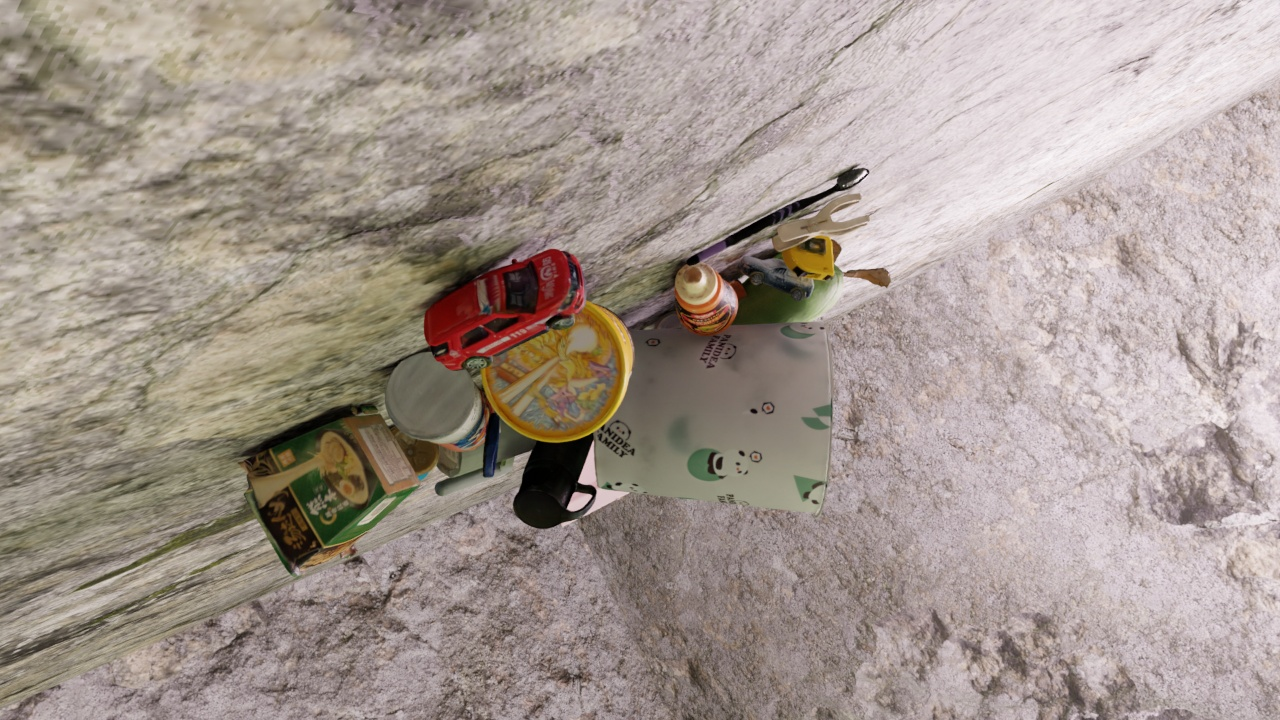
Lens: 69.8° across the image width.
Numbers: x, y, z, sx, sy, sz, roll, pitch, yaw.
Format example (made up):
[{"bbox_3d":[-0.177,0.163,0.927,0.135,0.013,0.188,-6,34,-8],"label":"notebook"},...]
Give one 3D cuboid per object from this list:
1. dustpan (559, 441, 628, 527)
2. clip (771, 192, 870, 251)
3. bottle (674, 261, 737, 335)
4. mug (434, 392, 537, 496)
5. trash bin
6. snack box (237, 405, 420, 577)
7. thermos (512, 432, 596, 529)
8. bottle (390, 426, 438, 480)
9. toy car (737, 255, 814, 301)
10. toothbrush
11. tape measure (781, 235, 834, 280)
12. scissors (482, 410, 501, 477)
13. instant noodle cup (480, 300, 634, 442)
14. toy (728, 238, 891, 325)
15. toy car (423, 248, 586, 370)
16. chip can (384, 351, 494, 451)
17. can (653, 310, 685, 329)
[{"bbox_3d":[-0.037,0.111,1.344,0.222,0.273,0.139,-27,-161,-22],"label":"dustpan"},{"bbox_3d":[0.187,-0.143,0.956,0.100,0.034,0.070,-18,174,1],"label":"clip"},{"bbox_3d":[0.063,-0.068,0.939,0.067,0.066,0.149,-27,167,5],"label":"bottle"},{"bbox_3d":[-0.187,0.097,1.059,0.103,0.084,0.124,-18,135,-41],"label":"mug"},{"bbox_3d":[0.080,0.062,1.055,0.252,0.229,0.229,1,175,4],"label":"trash bin"},{"bbox_3d":[-0.267,0.110,0.816,0.106,0.117,0.118,-32,176,8],"label":"snack box"},{"bbox_3d":[-0.083,0.105,1.121,0.241,0.090,0.069,-74,-179,-54],"label":"thermos"},{"bbox_3d":[-0.301,0.133,1.075,0.065,0.065,0.219,-21,172,-37],"label":"bottle"},{"bbox_3d":[0.150,-0.094,1.016,0.034,0.090,0.043,-65,-158,21],"label":"toy car"},{"bbox_3d":[0.127,-0.134,0.856,0.189,0.014,0.016,-27,166,7],"label":"toothbrush"},{"bbox_3d":[0.184,-0.119,0.997,0.057,0.060,0.029,6,161,-16],"label":"tape measure"},{"bbox_3d":[-0.133,0.039,0.841,0.012,0.162,0.176,3,143,-5],"label":"scissors"},{"bbox_3d":[-0.059,0.001,0.773,0.118,0.118,0.114,-28,-179,12],"label":"instant noodle cup"},{"bbox_3d":[0.171,-0.075,1.132,0.247,0.090,0.226,-30,152,33],"label":"toy"},{"bbox_3d":[-0.092,-0.034,0.611,0.121,0.052,0.045,-24,150,19],"label":"toy car"},{"bbox_3d":[-0.175,0.044,0.831,0.071,0.071,0.215,-25,174,-8],"label":"chip can"},{"bbox_3d":[0.050,-0.029,1.189,0.058,0.058,0.116,-27,174,3],"label":"can"}]
